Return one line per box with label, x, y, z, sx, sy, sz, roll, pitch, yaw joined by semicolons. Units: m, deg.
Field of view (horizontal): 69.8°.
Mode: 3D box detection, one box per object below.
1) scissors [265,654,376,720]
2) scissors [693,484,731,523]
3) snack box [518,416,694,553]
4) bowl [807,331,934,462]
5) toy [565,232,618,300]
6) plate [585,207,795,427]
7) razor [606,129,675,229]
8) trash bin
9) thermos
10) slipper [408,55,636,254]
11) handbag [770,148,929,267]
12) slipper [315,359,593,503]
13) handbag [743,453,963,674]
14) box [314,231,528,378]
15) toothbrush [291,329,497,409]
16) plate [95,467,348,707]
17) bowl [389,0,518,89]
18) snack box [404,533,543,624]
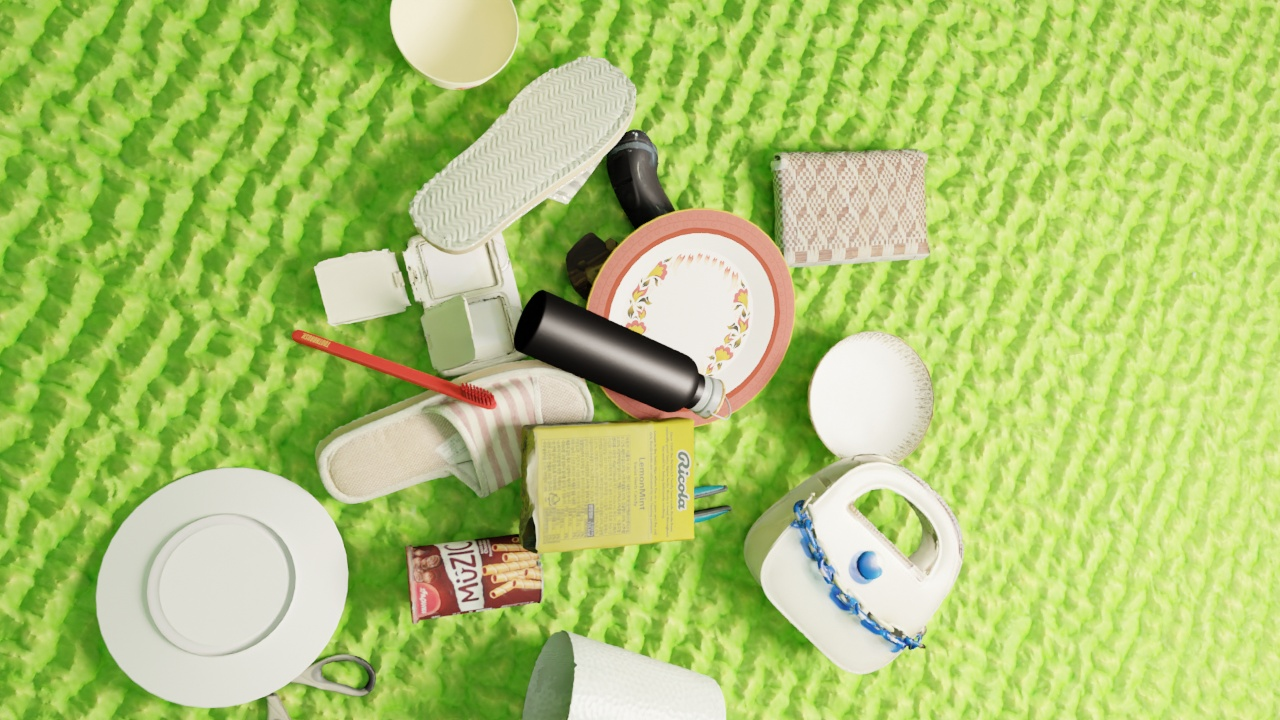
scissors;-0.324;0.301;0.839;0.157;0.013;0.171;-8;89;-18
scissors;0.025;0.162;0.942;0.139;0.019;0.136;42;77;-10
snack box;-0.032;0.117;0.877;0.180;0.045;0.121;0;89;-30
bowl;0.234;0.042;0.984;0.145;0.063;0.145;1;86;-16
toy;-0.024;-0.100;0.921;0.100;0.062;0.076;-24;111;2
plate;0.050;-0.041;0.935;0.229;0.021;0.230;-6;109;-18
razor;0.011;-0.168;0.948;0.063;0.053;0.140;-32;101;-41
trash bin;-0.015;0.337;0.866;0.161;0.133;0.133;18;81;-19
thermos;-0.005;0.005;0.882;0.231;0.061;0.061;24;80;-25
slipper;-0.110;-0.198;0.897;0.114;0.054;0.272;37;67;14
handbag;0.230;-0.168;1.008;0.185;0.047;0.124;-5;95;-16
slipper;-0.167;0.077;0.861;0.262;0.052;0.115;-16;122;-13
handbag;0.226;0.201;0.930;0.200;0.093;0.199;42;94;-10
box;-0.197;-0.051;0.853;0.183;0.099;0.143;-16;91;-16
toothbrush;-0.228;0.004;0.838;0.212;0.018;0.012;18;54;12
plate;-0.369;0.199;0.815;0.208;0.015;0.208;3;76;-13
bowl;-0.182;-0.312;0.889;0.118;0.074;0.118;1;86;-15
snack box;-0.156;0.202;0.862;0.121;0.072;0.072;-4;87;-16
